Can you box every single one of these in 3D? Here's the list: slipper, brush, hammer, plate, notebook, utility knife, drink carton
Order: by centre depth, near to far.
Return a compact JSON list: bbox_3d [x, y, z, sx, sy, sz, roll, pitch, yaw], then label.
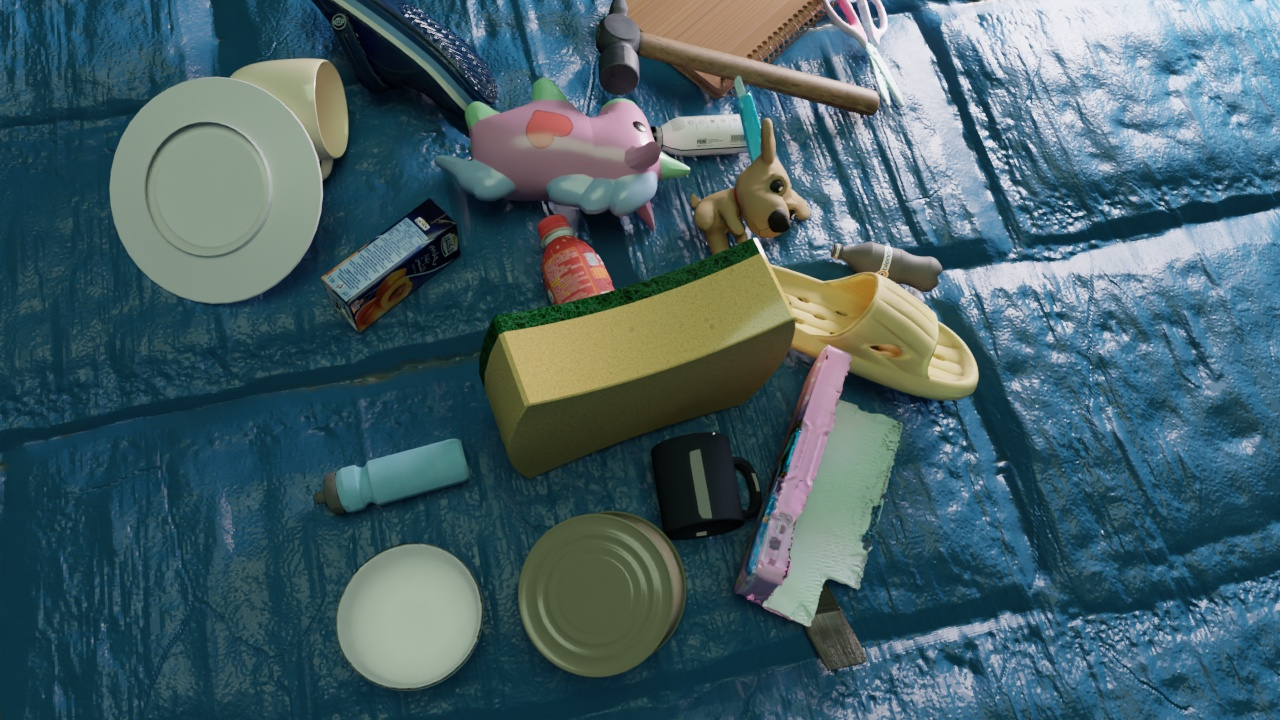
[{"bbox_3d":[-0.005,0.005,0.775,0.250,0.195,0.075,-18,71,-13],"label":"brush"},{"bbox_3d":[0.147,0.202,0.810,0.039,0.012,0.151,-22,71,-14],"label":"brush"},{"bbox_3d":[-0.396,-0.157,0.846,0.209,0.015,0.208,0,93,6],"label":"plate"},{"bbox_3d":[-0.230,-0.090,0.861,0.040,0.064,0.129,44,70,11],"label":"drink carton"},{"bbox_3d":[0.204,-0.049,0.873,0.261,0.079,0.111,19,40,6],"label":"slipper"},{"bbox_3d":[-0.261,-0.326,0.946,0.253,0.105,0.095,38,107,-3],"label":"slipper"},{"bbox_3d":[0.119,-0.233,0.948,0.022,0.015,0.124,-18,110,-3],"label":"utility knife"},{"bbox_3d":[0.109,-0.308,0.974,0.321,0.040,0.129,9,55,-16],"label":"hammer"},{"bbox_3d":[0.101,-0.405,1.052,0.169,0.022,0.210,41,69,11],"label":"notebook"}]

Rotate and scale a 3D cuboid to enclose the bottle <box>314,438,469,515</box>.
[{"bbox_3d":[-0.216,0.102,0.797,0.130,0.040,0.040,-14,70,-12],"label":"bottle"}]

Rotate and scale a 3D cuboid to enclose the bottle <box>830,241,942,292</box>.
[{"bbox_3d":[0.248,-0.098,0.932,0.110,0.036,0.036,14,67,0],"label":"bottle"}]

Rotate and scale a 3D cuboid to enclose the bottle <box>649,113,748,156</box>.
[{"bbox_3d":[0.061,-0.237,0.967,0.116,0.041,0.041,-5,68,-8],"label":"bottle"}]

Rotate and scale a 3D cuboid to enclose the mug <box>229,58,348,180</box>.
[{"bbox_3d":[-0.349,-0.231,0.897,0.100,0.096,0.120,-1,105,1],"label":"mug"}]

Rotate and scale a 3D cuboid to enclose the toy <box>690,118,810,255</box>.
[{"bbox_3d":[0.107,-0.157,0.916,0.108,0.134,0.105,-26,47,11],"label":"toy"}]

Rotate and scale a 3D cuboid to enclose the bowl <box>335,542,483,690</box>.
[{"bbox_3d":[-0.183,0.210,0.743,0.113,0.063,0.113,2,67,-6],"label":"bowl"}]

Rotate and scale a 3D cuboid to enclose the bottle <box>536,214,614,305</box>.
[{"bbox_3d":[-0.061,-0.076,0.876,0.062,0.062,0.137,-19,70,-14],"label":"bottle"}]

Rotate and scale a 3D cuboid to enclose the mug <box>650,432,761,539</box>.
[{"bbox_3d":[0.064,0.112,0.814,0.105,0.071,0.077,6,64,-33],"label":"mug"}]

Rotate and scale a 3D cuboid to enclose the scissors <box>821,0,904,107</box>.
[{"bbox_3d":[0.274,-0.360,1.050,0.105,0.016,0.179,-18,76,-35],"label":"scissors"}]

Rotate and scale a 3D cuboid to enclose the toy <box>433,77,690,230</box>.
[{"bbox_3d":[-0.079,-0.195,0.903,0.222,0.120,0.171,-23,62,-16],"label":"toy"}]

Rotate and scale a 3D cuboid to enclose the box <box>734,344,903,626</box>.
[{"bbox_3d":[0.168,0.110,0.800,0.105,0.086,0.229,21,61,7],"label":"box"}]

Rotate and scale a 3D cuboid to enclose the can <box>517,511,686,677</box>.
[{"bbox_3d":[-0.030,0.186,0.743,0.128,0.073,0.127,-1,81,9],"label":"can"}]
